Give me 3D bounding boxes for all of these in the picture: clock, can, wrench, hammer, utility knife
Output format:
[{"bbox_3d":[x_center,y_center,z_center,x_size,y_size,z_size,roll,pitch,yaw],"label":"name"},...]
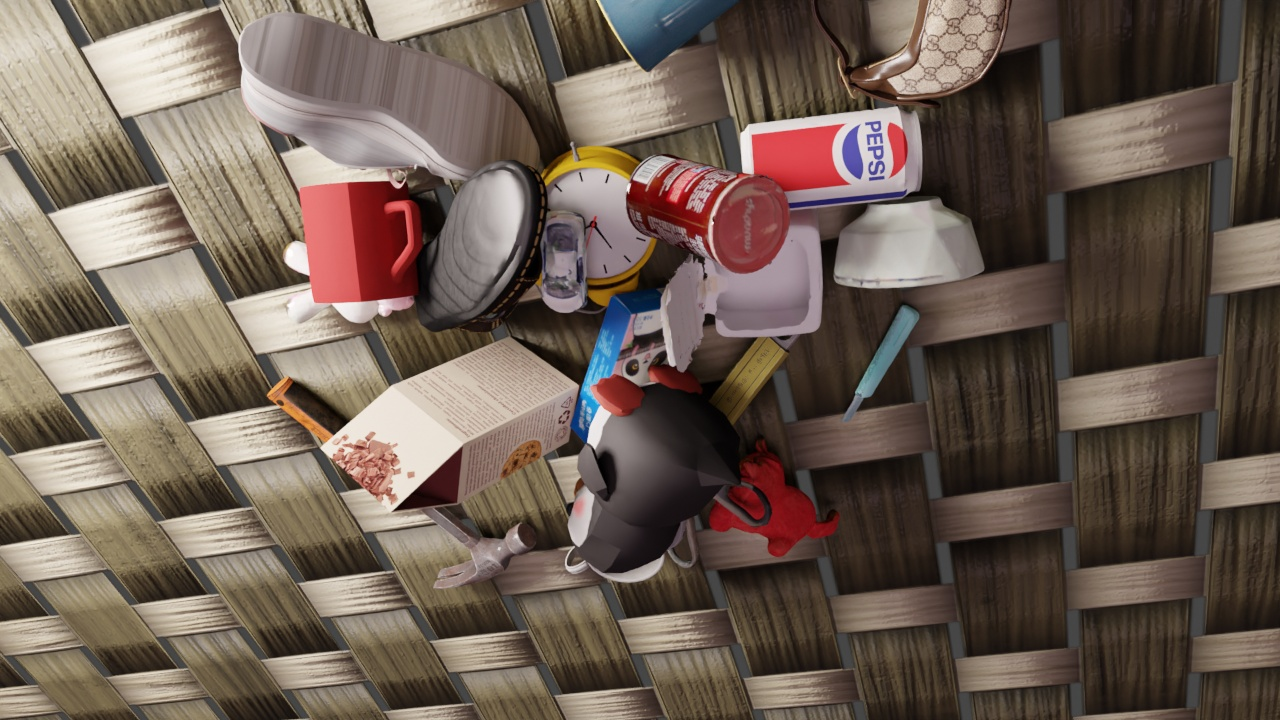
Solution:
[{"bbox_3d":[-0.043,-0.109,0.786,0.113,0.052,0.152,17,120,-4],"label":"clock"},{"bbox_3d":[0.147,-0.156,0.717,0.132,0.070,0.070,-4,123,10],"label":"can"},{"bbox_3d":[0.066,0.070,0.865,0.083,0.018,0.274,41,107,13],"label":"wrench"},{"bbox_3d":[-0.271,0.135,0.987,0.138,0.034,0.314,-36,112,26],"label":"hammer"},{"bbox_3d":[0.220,0.008,0.851,0.022,0.015,0.141,7,127,-20],"label":"utility knife"}]

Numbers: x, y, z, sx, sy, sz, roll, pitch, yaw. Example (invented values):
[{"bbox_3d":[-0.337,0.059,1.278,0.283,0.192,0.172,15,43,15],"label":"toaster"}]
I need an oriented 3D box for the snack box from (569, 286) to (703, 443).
[{"bbox_3d":[-0.005,0.005,0.837,0.087,0.033,0.154,-13,136,-38],"label":"snack box"}]

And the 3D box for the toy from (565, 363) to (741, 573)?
[{"bbox_3d":[0.005,0.119,0.810,0.140,0.158,0.184,44,126,28],"label":"toy"}]

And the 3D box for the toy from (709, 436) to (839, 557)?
[{"bbox_3d":[0.143,0.139,0.912,0.133,0.088,0.094,18,113,-5],"label":"toy"}]

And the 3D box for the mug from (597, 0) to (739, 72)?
[{"bbox_3d":[0.035,-0.273,0.656,0.121,0.078,0.078,-29,116,18],"label":"mug"}]

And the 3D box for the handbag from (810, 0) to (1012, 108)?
[{"bbox_3d":[0.193,-0.264,0.656,0.138,0.063,0.167,8,129,22],"label":"handbag"}]

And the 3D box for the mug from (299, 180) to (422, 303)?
[{"bbox_3d":[-0.224,-0.099,0.767,0.117,0.080,0.096,3,101,37],"label":"mug"}]

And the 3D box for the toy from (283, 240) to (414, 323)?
[{"bbox_3d":[-0.270,-0.069,0.848,0.122,0.038,0.079,7,109,2],"label":"toy"}]

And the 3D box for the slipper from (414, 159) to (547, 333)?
[{"bbox_3d":[-0.123,-0.084,0.744,0.075,0.113,0.269,-7,172,-29],"label":"slipper"}]

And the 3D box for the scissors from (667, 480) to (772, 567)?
[{"bbox_3d":[0.052,0.130,0.900,0.171,0.012,0.158,23,109,29],"label":"scissors"}]

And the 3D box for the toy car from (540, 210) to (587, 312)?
[{"bbox_3d":[-0.064,-0.079,0.759,0.039,0.027,0.090,0,116,2],"label":"toy car"}]

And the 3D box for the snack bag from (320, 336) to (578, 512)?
[{"bbox_3d":[-0.164,0.061,0.809,0.094,0.205,0.070,33,129,27],"label":"snack bag"}]

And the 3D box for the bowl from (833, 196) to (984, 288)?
[{"bbox_3d":[0.211,-0.097,0.731,0.117,0.117,0.061,-5,104,10],"label":"bowl"}]

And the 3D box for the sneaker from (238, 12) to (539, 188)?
[{"bbox_3d":[-0.200,-0.190,0.732,0.236,0.099,0.090,18,159,-25],"label":"sneaker"}]

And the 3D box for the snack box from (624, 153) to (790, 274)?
[{"bbox_3d":[0.048,-0.115,0.700,0.072,0.121,0.072,-13,115,-29],"label":"snack box"}]

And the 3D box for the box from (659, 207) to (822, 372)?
[{"bbox_3d":[0.076,-0.057,0.757,0.152,0.131,0.107,-3,121,8],"label":"box"}]

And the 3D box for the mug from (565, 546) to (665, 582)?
[{"bbox_3d":[-0.027,0.184,0.965,0.113,0.070,0.084,-21,119,19],"label":"mug"}]
